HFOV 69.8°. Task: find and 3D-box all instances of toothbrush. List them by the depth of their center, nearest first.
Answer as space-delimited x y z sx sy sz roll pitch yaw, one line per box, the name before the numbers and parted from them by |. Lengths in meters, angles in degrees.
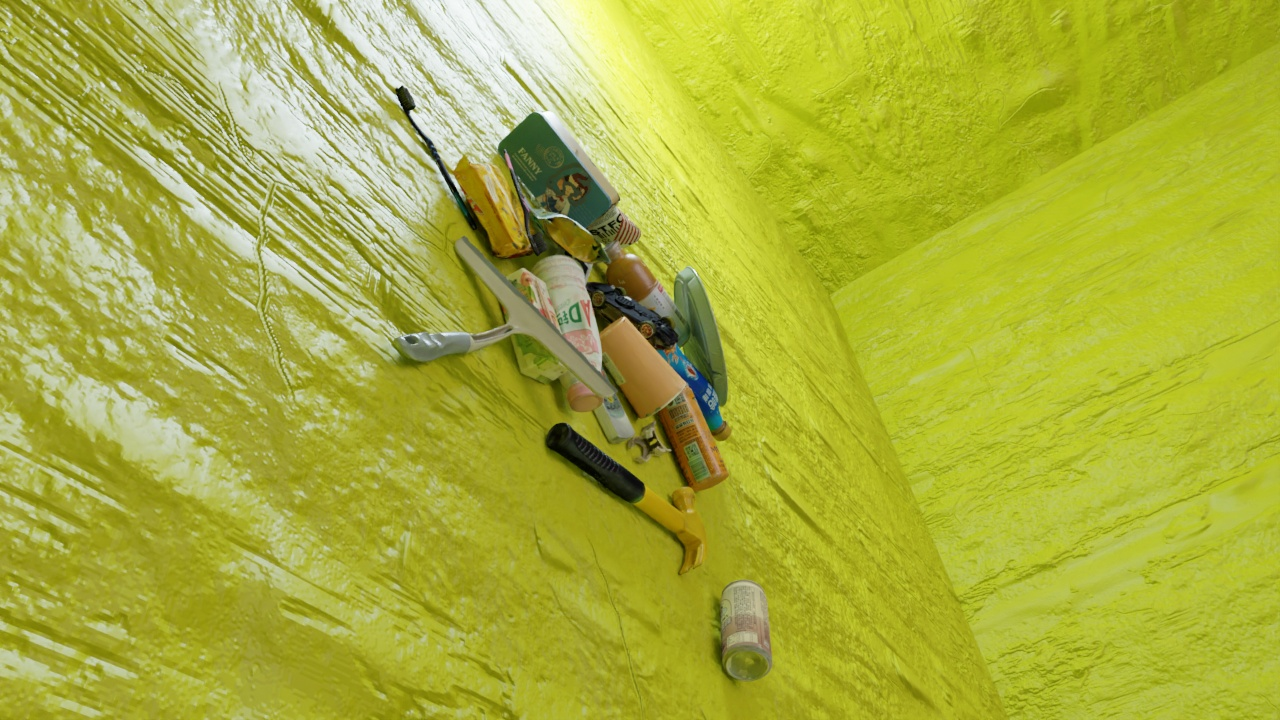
toothbrush | -0.235 -0.236 1.066 0.189 0.016 0.014 61 20 0
toothbrush | -0.142 -0.196 1.114 0.014 0.018 0.189 63 5 -55

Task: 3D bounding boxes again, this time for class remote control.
remote control | -0.050 0.039 1.130 0.135 0.019 0.056 63 18 9
remote control | -0.091 -0.151 1.308 0.058 0.021 0.149 53 19 -20

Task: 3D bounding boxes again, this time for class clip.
clip | 0.013 0.107 1.178 0.072 0.035 0.100 60 10 3

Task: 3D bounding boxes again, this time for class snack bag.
snack bag | -0.099 -0.167 1.187 0.110 0.039 0.191 26 7 -19

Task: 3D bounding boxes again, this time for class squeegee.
squeegee | -0.166 -0.022 0.889 0.246 0.039 0.246 45 22 10

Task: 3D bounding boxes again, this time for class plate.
plate | 0.092 -0.035 1.454 0.230 0.027 0.230 165 -89 -84

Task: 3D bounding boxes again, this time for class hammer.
hammer | -0.006 0.152 1.056 0.300 0.033 0.128 42 24 -43

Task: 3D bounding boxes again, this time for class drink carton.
drink carton | -0.118 -0.039 1.027 0.053 0.046 0.122 32 34 -57

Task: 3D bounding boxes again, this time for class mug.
mug | -0.007 0.007 1.214 0.123 0.078 0.078 51 20 -8

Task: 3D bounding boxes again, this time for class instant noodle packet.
instant noodle packet | -0.173 -0.182 1.098 0.128 0.044 0.110 62 9 -4

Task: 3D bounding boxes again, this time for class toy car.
toy car | -0.016 -0.063 1.275 0.158 0.042 0.070 35 24 21

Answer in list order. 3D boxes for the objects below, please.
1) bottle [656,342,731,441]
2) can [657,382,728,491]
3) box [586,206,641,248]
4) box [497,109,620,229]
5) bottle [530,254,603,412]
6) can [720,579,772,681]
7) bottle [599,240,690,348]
bottle | 0.068 0.040 1.362 0.218 0.065 0.065 49 21 -28
can | 0.070 0.107 1.279 0.058 0.058 0.146 20 44 -63
box | -0.066 -0.231 1.410 0.162 0.076 0.086 28 39 -58
box | -0.117 -0.267 1.288 0.184 0.090 0.062 48 22 -8
bottle | -0.083 -0.031 1.079 0.068 0.068 0.196 35 33 -52
can | 0.125 0.322 1.099 0.058 0.059 0.116 53 20 -21
bottle | 0.003 -0.097 1.398 0.189 0.068 0.067 54 19 -17
